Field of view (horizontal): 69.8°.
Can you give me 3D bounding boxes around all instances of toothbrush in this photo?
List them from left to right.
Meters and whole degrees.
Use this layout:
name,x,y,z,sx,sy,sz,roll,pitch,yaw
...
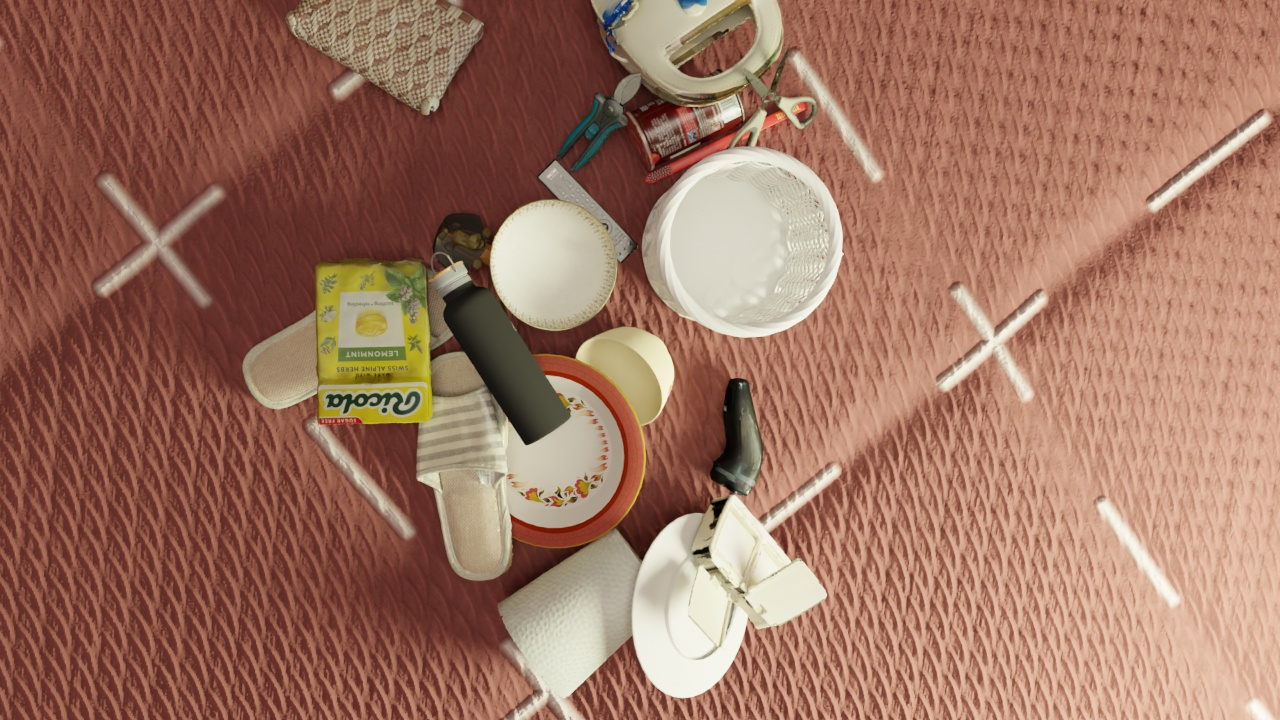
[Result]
name,x,y,z,sx,sy,sz,roll,pitch,yaw
toothbrush,0.102,-0.257,1.077,0.212,0.018,0.012,-26,97,-2

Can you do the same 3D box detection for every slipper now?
name,x,y,z,sx,sy,sz,roll,pitch,yaw
slipper,-0.327,-0.021,1.046,0.263,0.052,0.115,-25,96,-2
slipper,-0.201,0.125,1.059,0.114,0.054,0.273,-2,98,18

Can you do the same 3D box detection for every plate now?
name,x,y,z,sx,sy,sz,roll,pitch,yaw
plate,-0.104,0.105,1.071,0.230,0.021,0.230,2,98,13
plate,0.067,0.282,1.061,0.208,0.015,0.208,4,84,-46

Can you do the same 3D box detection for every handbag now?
name,x,y,z,sx,sy,sz,roll,pitch,yaw
handbag,-0.282,-0.370,1.019,0.186,0.047,0.124,31,84,-7
handbag,0.056,-0.377,0.998,0.200,0.093,0.199,-38,80,-3

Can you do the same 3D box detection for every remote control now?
name,x,y,z,sx,sy,sz,roll,pitch,yaw
remote control,-0.061,-0.174,1.075,0.030,0.009,0.140,-44,98,0

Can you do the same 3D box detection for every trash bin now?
name,x,y,z,sx,sy,sz,roll,pitch,yaw
trash bin,-0.061,0.285,1.065,0.161,0.133,0.133,-37,97,-6

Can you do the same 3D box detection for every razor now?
name,x,y,z,sx,sy,sz,roll,pitch,yaw
razor,0.112,0.091,1.095,0.063,0.053,0.140,-4,95,-12

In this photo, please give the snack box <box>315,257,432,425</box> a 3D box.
name,x,y,z,sx,sy,sz,roll,pitch,yaw
snack box,-0.291,-0.021,1.001,0.121,0.045,0.181,0,95,-9

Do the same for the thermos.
name,x,y,z,sx,sy,sz,roll,pitch,yaw
thermos,-0.164,-0.019,1.012,0.061,0.061,0.231,-32,95,-2

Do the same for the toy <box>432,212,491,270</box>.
name,x,y,z,sx,sy,sz,roll,pitch,yaw
toy,-0.186,-0.126,1.048,0.100,0.063,0.076,22,71,-24

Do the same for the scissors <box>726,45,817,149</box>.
name,x,y,z,sx,sy,sz,roll,pitch,yaw
scissors,0.147,-0.283,1.033,0.157,0.171,0.012,-9,58,-40

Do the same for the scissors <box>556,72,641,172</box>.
name,x,y,z,sx,sy,sz,roll,pitch,yaw
scissors,-0.041,-0.261,1.024,0.136,0.019,0.139,3,123,24

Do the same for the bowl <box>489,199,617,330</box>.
name,x,y,z,sx,sy,sz,roll,pitch,yaw
bowl,-0.104,-0.109,1.044,0.145,0.063,0.145,-3,99,-17

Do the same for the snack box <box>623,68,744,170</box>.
name,x,y,z,sx,sy,sz,roll,pitch,yaw
snack box,0.050,-0.274,1.045,0.121,0.072,0.072,-27,97,-3

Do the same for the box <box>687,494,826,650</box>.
name,x,y,z,sx,sy,sz,roll,pitch,yaw
box,0.133,0.252,1.031,0.099,0.183,0.143,-25,115,40

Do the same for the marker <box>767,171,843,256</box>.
name,x,y,z,sx,sy,sz,roll,pitch,yaw
marker,0.191,-0.177,1.094,0.017,0.017,0.145,-41,98,0

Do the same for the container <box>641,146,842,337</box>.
name,x,y,z,sx,sy,sz,roll,pitch,yaw
container,0.101,-0.126,1.005,0.189,0.187,0.189,0,95,-5

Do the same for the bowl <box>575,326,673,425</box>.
name,x,y,z,sx,sy,sz,roll,pitch,yaw
bowl,-0.006,0.006,1.060,0.118,0.118,0.073,53,47,-7
